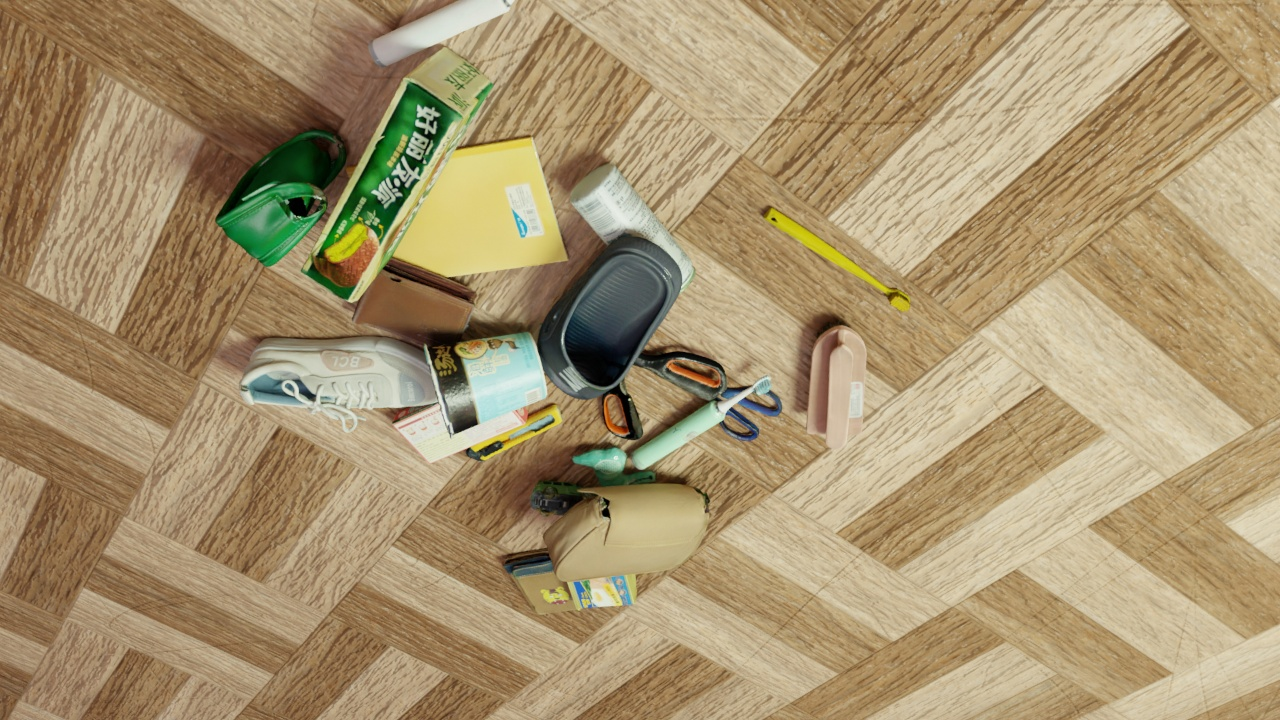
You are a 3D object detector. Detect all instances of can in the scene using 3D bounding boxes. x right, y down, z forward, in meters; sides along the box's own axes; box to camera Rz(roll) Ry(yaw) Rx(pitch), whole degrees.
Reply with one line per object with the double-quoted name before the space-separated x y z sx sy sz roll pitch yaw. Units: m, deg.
"can" -0.007 -0.129 0.939 0.058 0.058 0.147 -29 119 25
"can" -0.054 0.297 1.274 0.083 0.057 0.102 -6 127 9

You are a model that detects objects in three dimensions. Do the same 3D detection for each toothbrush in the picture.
"toothbrush" 0.208 -0.103 0.958 0.190 0.016 0.016 30 124 -15
"toothbrush" -0.150 -0.319 0.833 0.221 0.026 0.026 -17 162 18
"toothbrush" 0.071 0.073 1.092 0.026 0.027 0.225 21 137 -38

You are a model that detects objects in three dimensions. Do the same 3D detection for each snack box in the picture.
"snack box" -0.236 -0.176 0.886 0.063 0.114 0.241 33 120 -12
"snack box" -0.225 0.072 1.141 0.156 0.027 0.077 -23 122 22

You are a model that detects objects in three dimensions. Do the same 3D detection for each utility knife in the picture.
"utility knife" -0.161 0.093 1.156 0.154 0.015 0.033 -27 122 24

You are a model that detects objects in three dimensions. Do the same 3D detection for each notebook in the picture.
"notebook" -0.193 -0.154 0.974 0.206 0.010 0.146 -7 126 12

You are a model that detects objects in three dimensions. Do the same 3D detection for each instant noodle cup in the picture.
"instant noodle cup" -0.172 0.018 1.038 0.120 0.111 0.111 -16 127 -11

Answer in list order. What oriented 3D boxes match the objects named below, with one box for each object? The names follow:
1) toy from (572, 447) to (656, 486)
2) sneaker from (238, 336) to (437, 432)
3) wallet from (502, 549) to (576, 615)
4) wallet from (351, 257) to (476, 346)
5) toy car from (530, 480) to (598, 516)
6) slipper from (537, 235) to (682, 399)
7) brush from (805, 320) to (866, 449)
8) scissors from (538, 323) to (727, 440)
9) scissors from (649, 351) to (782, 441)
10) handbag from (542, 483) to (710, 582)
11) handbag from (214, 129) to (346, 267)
"toy" -0.030 0.143 1.171 0.096 0.030 0.092 -11 130 6
"sneaker" -0.354 0.028 1.084 0.242 0.090 0.090 5 129 3
"wallet" -0.136 0.320 1.318 0.090 0.033 0.115 -12 128 14
"wallet" -0.255 -0.058 1.035 0.124 0.032 0.101 21 135 -13
"toy car" -0.098 0.181 1.202 0.091 0.036 0.043 9 126 -3
"slipper" -0.050 -0.025 0.970 0.110 0.083 0.269 34 140 -5
"brush" 0.220 0.026 1.021 0.063 0.072 0.146 1 126 7
"scissors" -0.009 0.010 1.063 0.221 0.021 0.235 7 129 9
"scissors" 0.091 0.034 1.082 0.141 0.012 0.171 -20 121 23
"handbag" -0.016 0.207 1.147 0.204 0.099 0.148 4 139 -37
"handbag" -0.350 -0.163 0.913 0.120 0.131 0.068 -26 124 21
